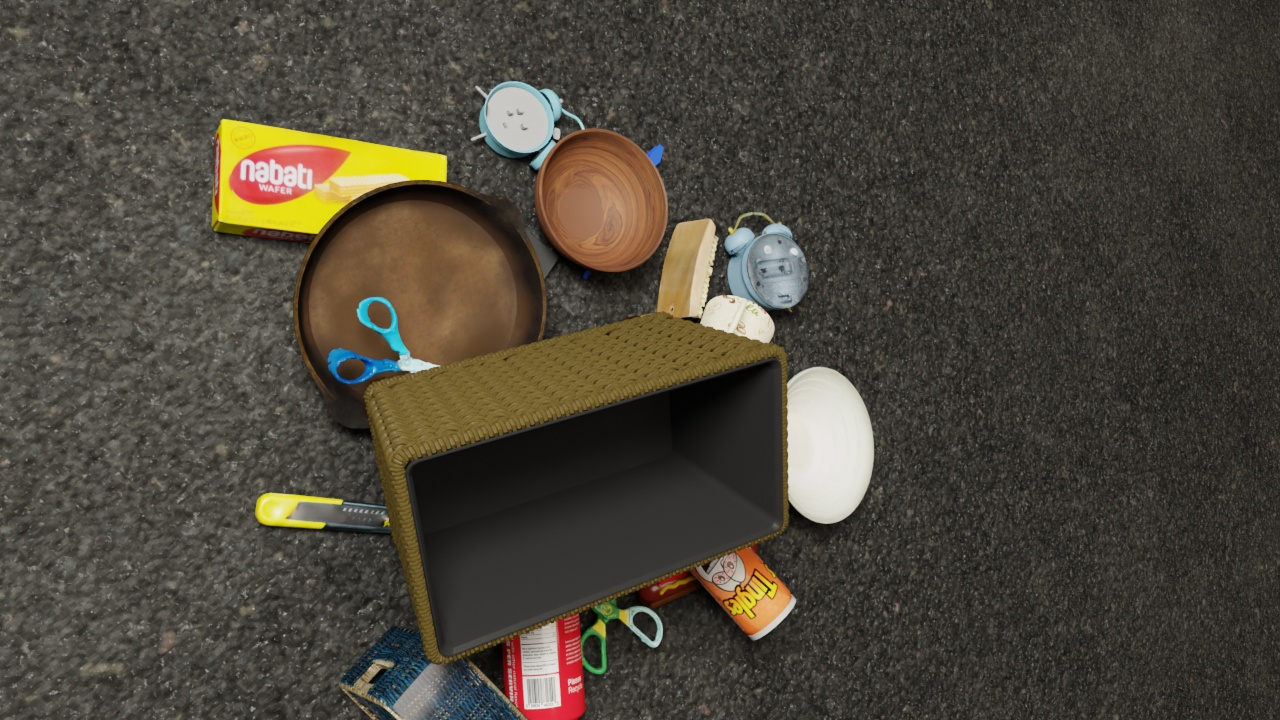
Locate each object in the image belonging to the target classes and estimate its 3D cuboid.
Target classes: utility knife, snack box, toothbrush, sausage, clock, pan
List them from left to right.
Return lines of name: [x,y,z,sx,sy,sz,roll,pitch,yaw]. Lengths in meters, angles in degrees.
snack box: [-0.278,-0.153,0.835,0.200,0.042,0.092,4,82,-30]
utility knife: [-0.253,0.139,0.822,0.171,0.020,0.028,10,79,-30]
pan: [-0.157,-0.010,0.866,0.356,0.043,0.248,42,79,-28]
clock: [-0.110,-0.241,0.945,0.123,0.042,0.087,8,79,-27]
toothbrush: [-0.018,-0.165,1.004,0.016,0.011,0.186,36,67,-21]
sausage: [0.062,0.221,0.980,0.155,0.040,0.040,-15,91,-31]
clock: [0.144,-0.113,1.068,0.088,0.052,0.124,-11,88,-29]

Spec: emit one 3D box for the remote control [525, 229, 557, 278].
remote control: [-0.139,-0.070,0.920,0.058,0.013,0.133,40,65,-20]

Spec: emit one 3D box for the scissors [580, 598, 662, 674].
scissors: [-0.026,0.250,0.925,0.119,0.012,0.128,2,85,-9]

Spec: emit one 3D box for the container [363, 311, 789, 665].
container: [-0.064,0.076,0.778,0.320,0.205,0.177,-15,114,-25]

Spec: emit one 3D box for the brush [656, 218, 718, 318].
brush: [0.055,-0.098,1.016,0.039,0.049,0.117,25,71,-44]

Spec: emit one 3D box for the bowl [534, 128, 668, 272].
bowl: [-0.051,-0.158,0.951,0.147,0.069,0.147,4,82,-30]

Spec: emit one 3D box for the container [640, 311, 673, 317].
container: [-0.006,0.006,0.961,0.113,0.063,0.061,-42,111,-28]

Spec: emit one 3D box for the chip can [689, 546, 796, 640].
chip can: [0.065,0.184,0.937,0.062,0.062,0.210,-39,84,-28]

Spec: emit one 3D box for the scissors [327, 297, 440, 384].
scissors: [-0.212,0.012,0.808,0.135,0.016,0.086,44,74,-32]

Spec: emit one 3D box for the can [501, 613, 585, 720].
can: [-0.093,0.270,0.862,0.074,0.075,0.142,-1,84,-30]

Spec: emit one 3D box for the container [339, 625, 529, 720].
container: [-0.152,0.316,0.781,0.187,0.146,0.071,51,59,-14]

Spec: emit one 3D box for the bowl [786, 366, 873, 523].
bowl: [0.191,0.097,1.054,0.176,0.058,0.176,6,80,-39]

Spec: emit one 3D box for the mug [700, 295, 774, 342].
mug: [0.095,-0.018,0.981,0.081,0.122,0.097,25,60,4]
